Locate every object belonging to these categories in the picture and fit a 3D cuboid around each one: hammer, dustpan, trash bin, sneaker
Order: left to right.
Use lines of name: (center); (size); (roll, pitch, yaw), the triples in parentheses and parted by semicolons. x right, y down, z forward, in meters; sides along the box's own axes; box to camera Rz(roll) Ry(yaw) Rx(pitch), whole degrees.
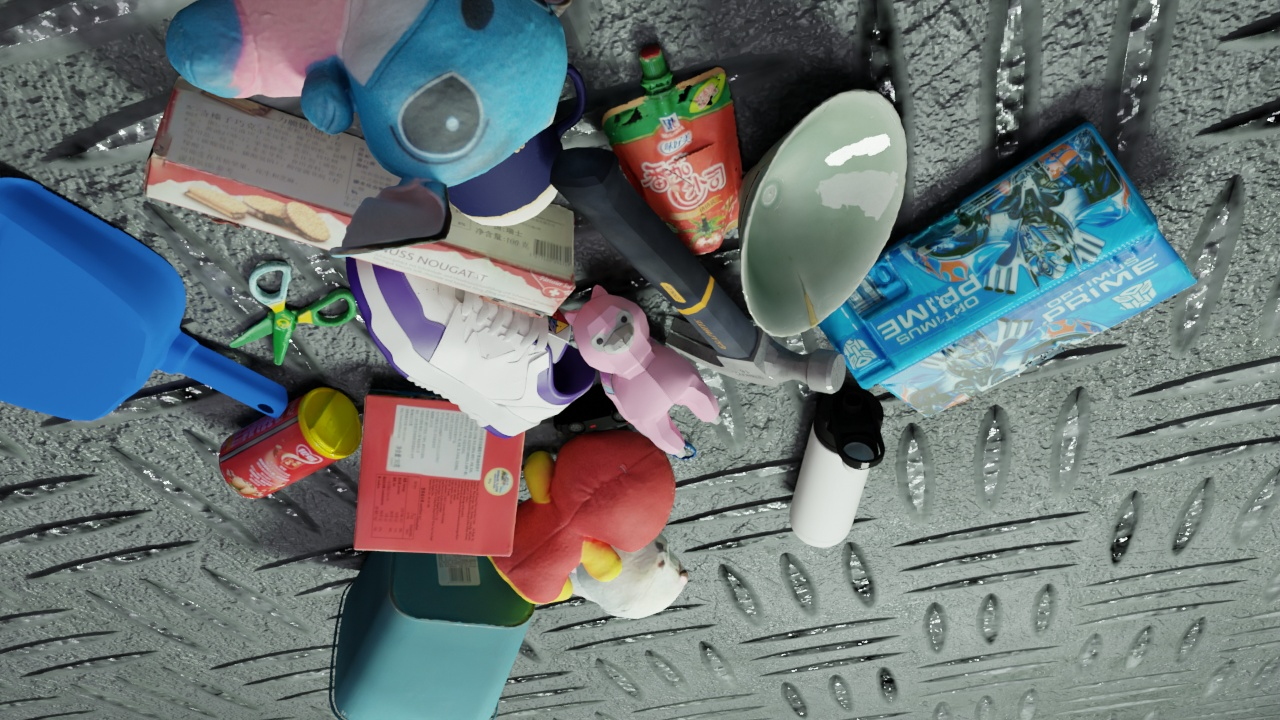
dustpan: (-0.411, -0.006, 0.731); (0.257, 0.059, 0.246); (33, 130, -25)
trash bin: (-0.223, 0.276, 1.021); (0.199, 0.196, 0.219); (11, 134, -21)
sneaker: (-0.117, -0.026, 0.713); (0.111, 0.091, 0.244); (-21, 142, 15)
hammer: (0.038, -0.055, 0.662); (0.139, 0.035, 0.312); (9, 161, 33)

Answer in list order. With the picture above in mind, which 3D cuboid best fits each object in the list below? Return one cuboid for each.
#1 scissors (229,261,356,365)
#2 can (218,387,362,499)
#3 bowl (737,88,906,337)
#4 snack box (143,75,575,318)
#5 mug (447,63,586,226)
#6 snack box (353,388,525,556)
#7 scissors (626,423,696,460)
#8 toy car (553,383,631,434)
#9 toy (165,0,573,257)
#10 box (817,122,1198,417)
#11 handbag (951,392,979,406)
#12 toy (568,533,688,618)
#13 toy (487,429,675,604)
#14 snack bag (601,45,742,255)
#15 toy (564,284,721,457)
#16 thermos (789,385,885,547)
scissors: (-0.295, -0.037, 0.738); (0.132, 0.012, 0.108); (-22, 138, 19)
can: (-0.320, 0.076, 0.838); (0.125, 0.066, 0.066); (-25, 138, 25)
bowl: (0.105, -0.107, 0.634); (0.173, 0.068, 0.174); (-27, 134, -32)
snack box: (-0.175, -0.103, 0.615); (0.272, 0.076, 0.044); (16, 141, -25)
mug: (-0.081, -0.138, 0.574); (0.112, 0.085, 0.089); (-23, 143, 4)
snack box: (-0.182, 0.103, 0.839); (0.145, 0.142, 0.040); (5, -174, -13)
scissors: (0.011, 0.069, 0.910); (0.083, 0.016, 0.135); (-9, 138, 13)
toy car: (-0.036, 0.046, 0.846); (0.092, 0.042, 0.036); (-15, 139, 13)
toy: (-0.137, -0.157, 0.467); (0.191, 0.223, 0.099); (21, 167, -3)
box: (0.274, -0.044, 0.706); (0.244, 0.060, 0.175); (-34, 113, 33)
handbag: (0.303, -0.035, 0.778); (0.093, 0.043, 0.196); (25, 133, -25)
toy: (-0.032, 0.249, 1.075); (0.139, 0.101, 0.180); (38, 144, -27)
toy: (-0.059, 0.151, 0.901); (0.217, 0.098, 0.147); (-41, 95, 23)
snack bag: (0.024, -0.142, 0.620); (0.087, 0.044, 0.155); (-20, 135, -1)
toy: (-0.004, 0.004, 0.743); (0.067, 0.123, 0.157); (-43, 115, -5)
thermos: (0.198, 0.123, 0.923); (0.068, 0.101, 0.230); (-1, 142, 0)
